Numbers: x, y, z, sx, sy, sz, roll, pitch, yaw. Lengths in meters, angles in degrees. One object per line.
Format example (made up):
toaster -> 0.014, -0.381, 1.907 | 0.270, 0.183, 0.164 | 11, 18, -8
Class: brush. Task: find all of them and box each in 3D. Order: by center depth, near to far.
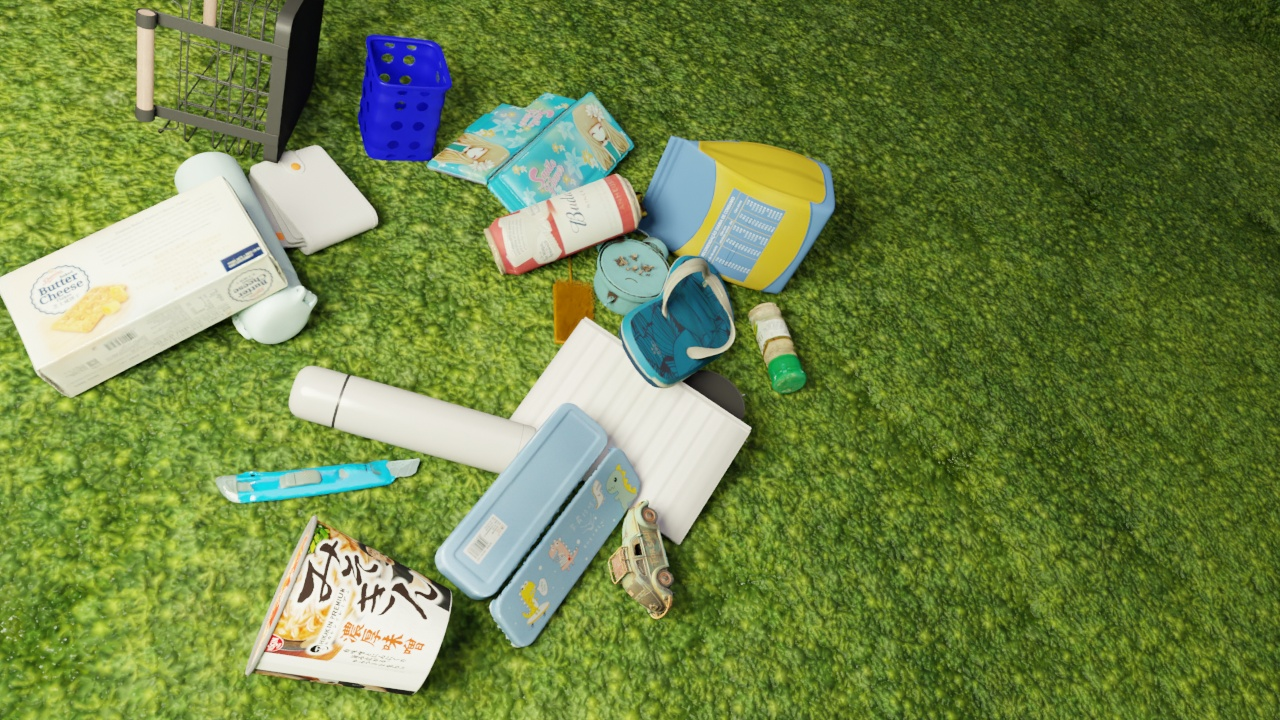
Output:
brush -> -0.076, -0.071, 1.040 | 0.048, 0.017, 0.126 | 8, 53, -19

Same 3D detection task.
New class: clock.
clock -> 0.057, 0.052, 0.990 | 0.120, 0.043, 0.091 | 14, 51, -14
clock -> -0.012, -0.108, 1.072 | 0.090, 0.053, 0.124 | 14, 51, -15

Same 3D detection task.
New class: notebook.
notebook -> -0.010, 0.069, 0.934 | 0.210, 0.009, 0.142 | 34, 73, 3

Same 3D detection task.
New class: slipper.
slipper -> 0.061, -0.050, 0.996 | 0.118, 0.060, 0.294 | 60, 28, -7

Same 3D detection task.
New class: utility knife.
utility knife -> -0.283, 0.105, 0.820 | 0.174, 0.015, 0.031 | -5, 62, -28

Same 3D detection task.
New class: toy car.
toy car -> -0.003, 0.186, 0.859 | 0.047, 0.047, 0.111 | 4, 54, -27

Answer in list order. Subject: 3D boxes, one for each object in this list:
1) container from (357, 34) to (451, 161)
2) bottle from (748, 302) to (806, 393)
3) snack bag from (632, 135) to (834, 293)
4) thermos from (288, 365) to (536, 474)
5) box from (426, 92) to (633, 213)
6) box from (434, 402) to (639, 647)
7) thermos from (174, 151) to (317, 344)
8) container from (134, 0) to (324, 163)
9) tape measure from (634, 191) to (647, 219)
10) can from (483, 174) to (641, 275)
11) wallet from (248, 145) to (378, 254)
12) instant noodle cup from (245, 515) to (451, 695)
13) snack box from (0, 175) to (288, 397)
container -> -0.275, -0.298, 1.057 | 0.085, 0.114, 0.084 | -4, 57, -26
bottle -> 0.161, -0.016, 1.088 | 0.043, 0.043, 0.111 | 1, 55, -24
snack bag -> 0.108, -0.183, 1.112 | 0.205, 0.159, 0.102 | 14, 49, -12
thermos -> -0.212, 0.057, 0.860 | 0.224, 0.052, 0.052 | 17, 50, -12
box -> -0.126, -0.264, 1.133 | 0.182, 0.072, 0.226 | 34, 49, 1
box -> -0.081, 0.143, 0.831 | 0.127, 0.034, 0.208 | 50, 52, -15
thermos -> -0.389, -0.110, 0.899 | 0.078, 0.065, 0.206 | -33, 70, -2
container -> -0.421, -0.335, 0.962 | 0.130, 0.163, 0.240 | 12, 37, -16
tape measure -> -0.037, -0.181, 1.106 | 0.062, 0.067, 0.038 | -19, 101, -33
can -> -0.086, -0.151, 1.027 | 0.170, 0.067, 0.067 | -22, 64, -7
wallet -> -0.362, -0.167, 0.973 | 0.118, 0.038, 0.115 | 48, 51, 10
instant noodle cup -> -0.221, 0.200, 0.716 | 0.121, 0.124, 0.123 | 25, 49, -18
snack box -> -0.434, -0.068, 0.809 | 0.207, 0.058, 0.104 | -31, 70, -15
